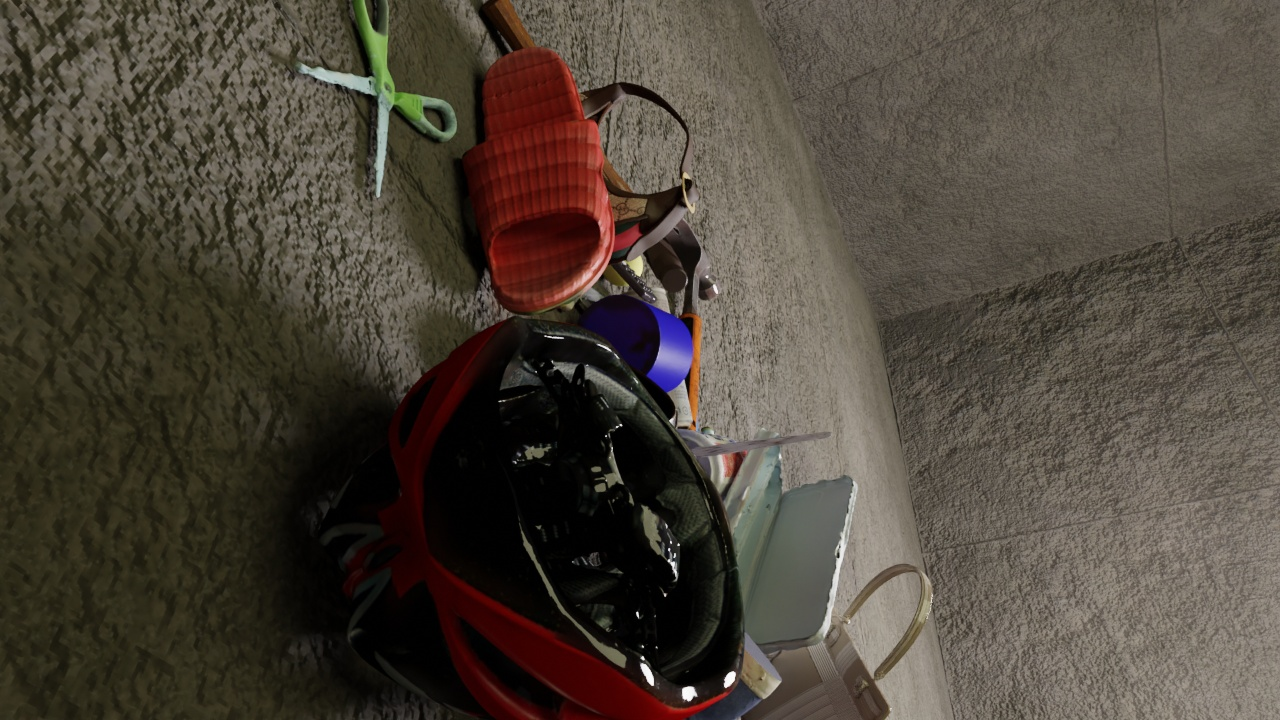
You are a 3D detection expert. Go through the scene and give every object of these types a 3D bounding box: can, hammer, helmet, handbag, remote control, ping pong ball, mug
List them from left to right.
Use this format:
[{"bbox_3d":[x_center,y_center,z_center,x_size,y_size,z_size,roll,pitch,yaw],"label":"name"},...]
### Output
[{"bbox_3d":[-0.037,0.092,0.491,0.271,0.167,0.217,18,47,-60],"label":"helmet"},{"bbox_3d":[-0.046,-0.198,0.870,0.323,0.033,0.115,54,7,-32],"label":"hammer"},{"bbox_3d":[-0.030,-0.098,0.816,0.124,0.009,0.046,48,9,14],"label":"remote control"},{"bbox_3d":[-0.023,-0.156,0.750,0.063,0.138,0.166,44,15,-56],"label":"handbag"},{"bbox_3d":[-0.018,-0.091,0.883,0.040,0.040,0.040,-16,90,-70],"label":"ping pong ball"},{"bbox_3d":[-0.005,0.005,0.795,0.083,0.079,0.111,16,73,-67],"label":"mug"},{"bbox_3d":[0.011,0.002,0.867,0.054,0.054,0.135,21,54,-66],"label":"can"},{"bbox_3d":[0.050,-0.038,1.034,0.313,0.035,0.138,-83,150,-47],"label":"hammer"},{"bbox_3d":[0.059,0.108,0.876,0.136,0.078,0.078,19,57,-66],"label":"can"},{"bbox_3d":[0.164,0.246,0.734,0.062,0.198,0.175,37,7,-8],"label":"handbag"}]

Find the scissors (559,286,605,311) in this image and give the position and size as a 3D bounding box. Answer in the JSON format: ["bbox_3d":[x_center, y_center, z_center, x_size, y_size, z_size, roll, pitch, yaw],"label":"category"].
[{"bbox_3d":[-0.072,-0.076,0.764,0.179,0.015,0.187,-64,135,-64],"label":"scissors"}]

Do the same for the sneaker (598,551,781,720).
[{"bbox_3d":[-0.013,0.185,0.651,0.233,0.118,0.091,44,-1,46],"label":"sneaker"}]

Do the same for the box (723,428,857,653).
[{"bbox_3d":[0.138,0.164,0.820,0.214,0.125,0.107,-56,149,-46],"label":"box"}]

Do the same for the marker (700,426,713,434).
[{"bbox_3d":[0.078,0.139,0.997,0.017,0.017,0.146,47,32,-51],"label":"marker"}]

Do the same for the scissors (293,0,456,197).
[{"bbox_3d":[-0.162,-0.173,0.594,0.167,0.023,0.171,48,33,-62],"label":"scissors"}]

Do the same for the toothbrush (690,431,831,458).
[{"bbox_3d":[0.074,0.077,0.788,0.010,0.182,0.010,39,45,-63],"label":"toothbrush"}]

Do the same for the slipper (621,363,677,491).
[{"bbox_3d":[-0.010,0.047,0.694,0.268,0.076,0.113,46,3,-44],"label":"slipper"}]

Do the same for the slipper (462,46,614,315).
[{"bbox_3d":[-0.079,-0.149,0.675,0.059,0.103,0.248,68,13,-61],"label":"slipper"}]

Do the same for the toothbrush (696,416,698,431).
[{"bbox_3d":[0.064,0.101,0.992,0.016,0.014,0.166,52,28,-45],"label":"toothbrush"}]
